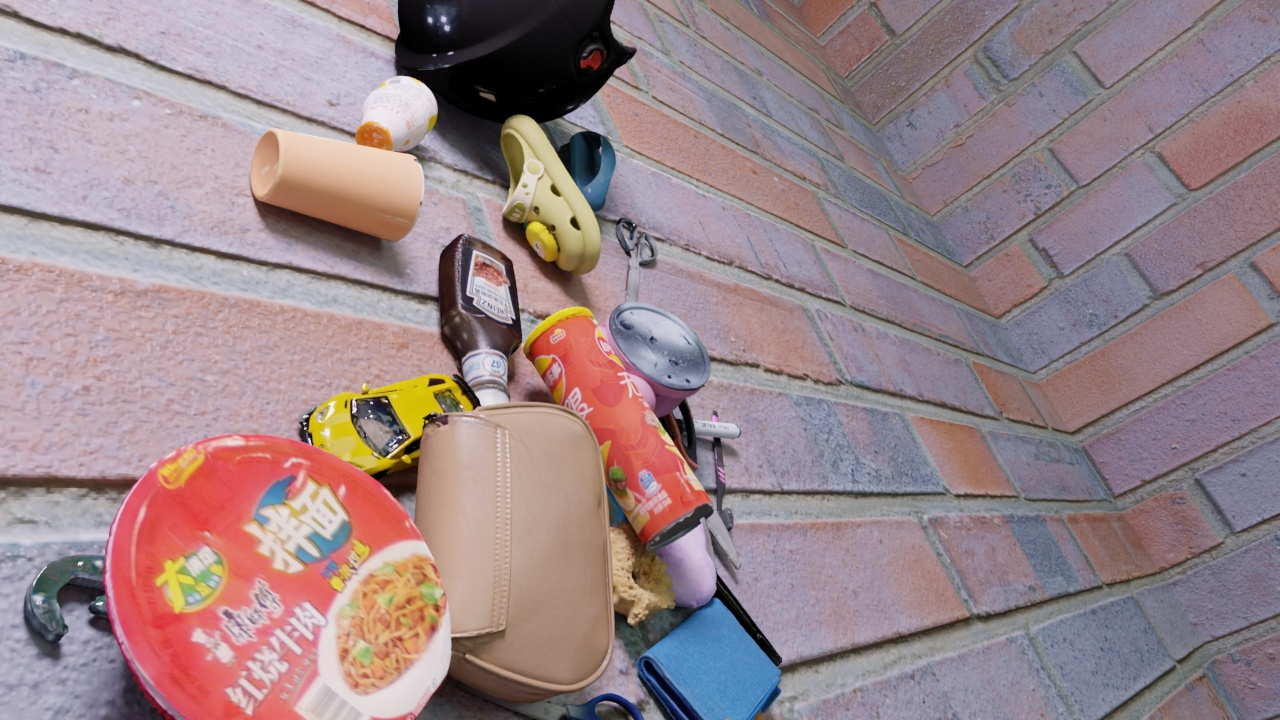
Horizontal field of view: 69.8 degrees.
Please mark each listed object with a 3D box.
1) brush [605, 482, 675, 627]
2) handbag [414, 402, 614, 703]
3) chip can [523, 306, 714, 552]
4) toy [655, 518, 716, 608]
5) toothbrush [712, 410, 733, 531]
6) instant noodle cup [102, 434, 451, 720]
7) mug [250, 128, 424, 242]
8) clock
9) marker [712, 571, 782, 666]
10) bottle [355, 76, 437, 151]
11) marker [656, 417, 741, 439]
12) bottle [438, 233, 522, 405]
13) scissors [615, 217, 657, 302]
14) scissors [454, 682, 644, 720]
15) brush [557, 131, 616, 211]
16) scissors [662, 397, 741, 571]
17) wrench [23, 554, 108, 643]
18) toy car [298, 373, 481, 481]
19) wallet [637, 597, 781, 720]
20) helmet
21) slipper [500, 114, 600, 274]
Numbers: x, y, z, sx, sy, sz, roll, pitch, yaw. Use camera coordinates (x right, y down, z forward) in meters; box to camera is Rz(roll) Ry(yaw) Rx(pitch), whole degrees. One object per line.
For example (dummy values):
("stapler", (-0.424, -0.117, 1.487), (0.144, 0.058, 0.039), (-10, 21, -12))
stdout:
("brush", (-0.025, 0.123, 0.826), (0.083, 0.046, 0.254), (20, 38, -37))
("handbag", (-0.093, 0.130, 0.641), (0.147, 0.100, 0.204), (22, 53, -38))
("chip can", (-0.022, 0.057, 0.796), (0.073, 0.073, 0.216), (-2, 54, -55))
("toy", (0.034, 0.175, 0.841), (0.083, 0.039, 0.107), (2, 56, -21))
("toothbrush", (0.089, 0.117, 1.009), (0.014, 0.018, 0.188), (35, 32, -25))
("instant noodle cup", (-0.200, 0.136, 0.499), (0.194, 0.066, 0.193), (37, 27, -23))
("mug", (-0.254, -0.150, 0.766), (0.122, 0.078, 0.078), (9, 50, -45))
("clock", (-0.005, 0.005, 0.909), (0.158, 0.060, 0.117), (-15, 60, -49))
("marker", (0.088, 0.237, 0.869), (0.132, 0.020, 0.022), (52, -14, 0))
("bottle", (-0.239, -0.231, 0.886), (0.063, 0.063, 0.108), (41, 30, -18))
("marker", (0.065, 0.076, 1.009), (0.130, 0.018, 0.022), (10, 58, -43))
("bottle", (-0.141, -0.025, 0.816), (0.079, 0.044, 0.194), (28, 37, -40))
("scissors", (-0.015, -0.121, 1.135), (0.136, 0.014, 0.174), (55, 32, 4))
("scissors", (-0.057, 0.257, 0.651), (0.162, 0.012, 0.172), (12, 46, -46))
("brush", (-0.063, -0.236, 1.130), (0.055, 0.074, 0.143), (36, 32, -34))
("scissors", (0.035, 0.109, 0.926), (0.215, 0.015, 0.195), (34, 45, -17))
("wrench", (-0.207, 0.193, 0.506), (0.273, 0.016, 0.056), (42, 31, -16))
("toy car", (-0.179, 0.049, 0.682), (0.155, 0.041, 0.071), (-13, 68, -57))
("wallet", (0.063, 0.270, 0.781), (0.106, 0.040, 0.132), (49, 28, 14))
("helmet", (-0.139, -0.376, 1.024), (0.274, 0.230, 0.233), (26, 13, -45))
("slipper", (-0.115, -0.172, 0.994), (0.081, 0.092, 0.190), (-26, 86, -22))
